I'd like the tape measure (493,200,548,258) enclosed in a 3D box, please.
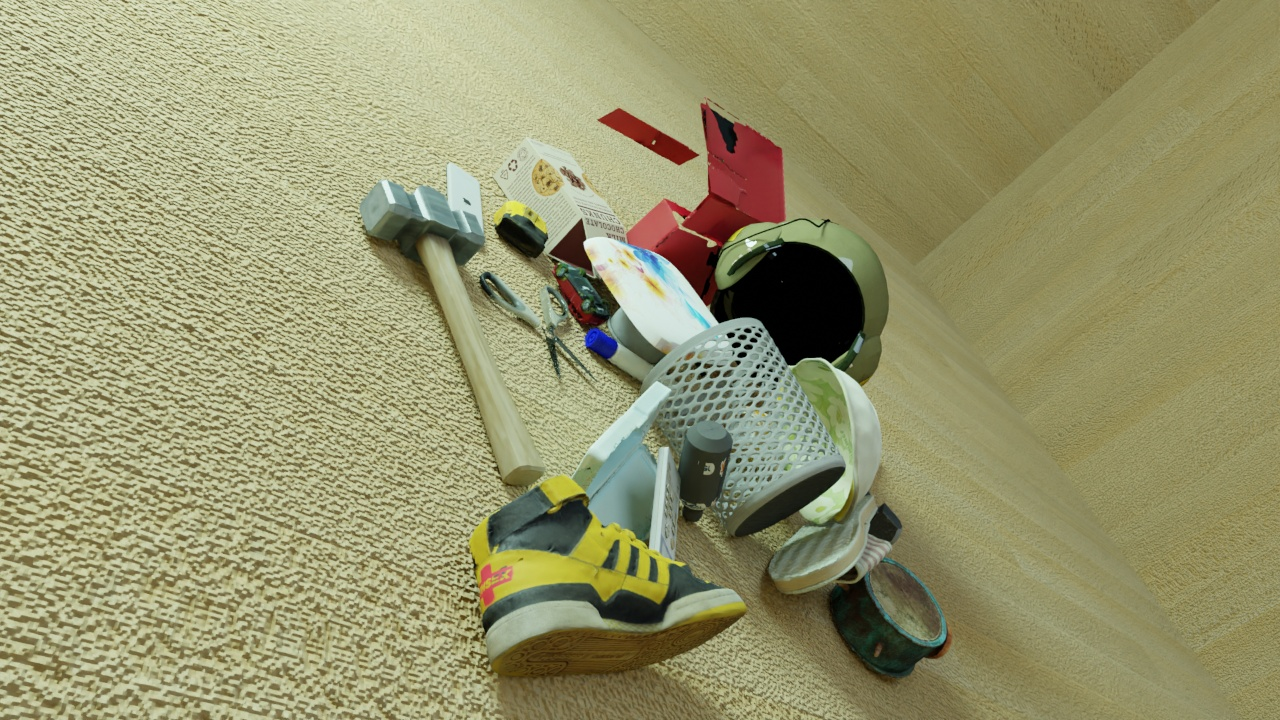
[{"bbox_3d":[-0.139,-0.159,1.082,0.065,0.037,0.064,37,25,-22],"label":"tape measure"}]

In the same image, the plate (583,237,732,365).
[{"bbox_3d":[0.027,-0.073,1.071,0.186,0.016,0.187,8,42,-54],"label":"plate"}]

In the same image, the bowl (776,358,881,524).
[{"bbox_3d":[0.222,0.090,1.047,0.060,0.189,0.219,-1,37,-15],"label":"bowl"}]

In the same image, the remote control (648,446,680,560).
[{"bbox_3d":[0.022,0.144,0.816,0.135,0.011,0.050,-83,160,-45],"label":"remote control"}]

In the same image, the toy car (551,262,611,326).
[{"bbox_3d":[-0.070,-0.078,1.067,0.042,0.036,0.091,7,45,-56],"label":"toy car"}]

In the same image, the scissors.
[{"bbox_3d":[-0.106,-0.042,0.975,0.157,0.013,0.170,34,25,-23],"label":"scissors"}]

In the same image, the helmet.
[{"bbox_3d":[0.197,-0.061,1.193,0.250,0.256,0.232,49,25,3],"label":"helmet"}]

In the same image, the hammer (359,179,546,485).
[{"bbox_3d":[-0.157,-0.030,0.826,0.117,0.051,0.322,16,40,-51],"label":"hammer"}]

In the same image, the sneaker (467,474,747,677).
[{"bbox_3d":[-0.026,0.157,0.679,0.238,0.086,0.122,14,43,-47],"label":"sneaker"}]

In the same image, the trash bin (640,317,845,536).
[{"bbox_3d":[0.111,0.075,0.979,0.156,0.157,0.183,9,45,-56],"label":"trash bin"}]

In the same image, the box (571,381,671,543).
[{"bbox_3d":[-0.007,0.102,0.833,0.122,0.078,0.197,64,23,-7],"label":"box"}]

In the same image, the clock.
[{"bbox_3d":[0.283,0.286,1.022,0.157,0.073,0.121,11,39,-37],"label":"clock"}]

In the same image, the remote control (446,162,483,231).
[{"bbox_3d":[-0.200,-0.179,1.046,0.045,0.008,0.146,32,26,-32],"label":"remote control"}]

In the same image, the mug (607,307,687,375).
[{"bbox_3d":[0.023,-0.035,1.116,0.113,0.071,0.084,43,24,-3],"label":"mug"}]

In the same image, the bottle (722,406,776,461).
[{"bbox_3d":[0.136,0.091,1.112,0.063,0.063,0.109,55,11,21],"label":"bottle"}]

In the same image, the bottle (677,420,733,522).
[{"bbox_3d":[0.059,0.110,0.890,0.047,0.113,0.046,6,33,-4],"label":"bottle"}]

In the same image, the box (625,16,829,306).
[{"bbox_3d":[0.123,-0.224,1.222,0.124,0.379,0.211,41,18,34],"label":"box"}]

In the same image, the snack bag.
[{"bbox_3d":[-0.086,-0.176,1.162,0.206,0.070,0.094,55,24,20],"label":"snack bag"}]

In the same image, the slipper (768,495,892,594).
[{"bbox_3d":[0.216,0.206,1.006,0.052,0.115,0.262,66,23,2],"label":"slipper"}]

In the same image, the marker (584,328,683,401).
[{"bbox_3d":[-0.006,0.006,1.057,0.133,0.023,0.027,34,4,-28],"label":"marker"}]

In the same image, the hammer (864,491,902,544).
[{"bbox_3d":[0.332,0.164,1.369,0.156,0.043,0.321,48,20,5],"label":"hammer"}]
